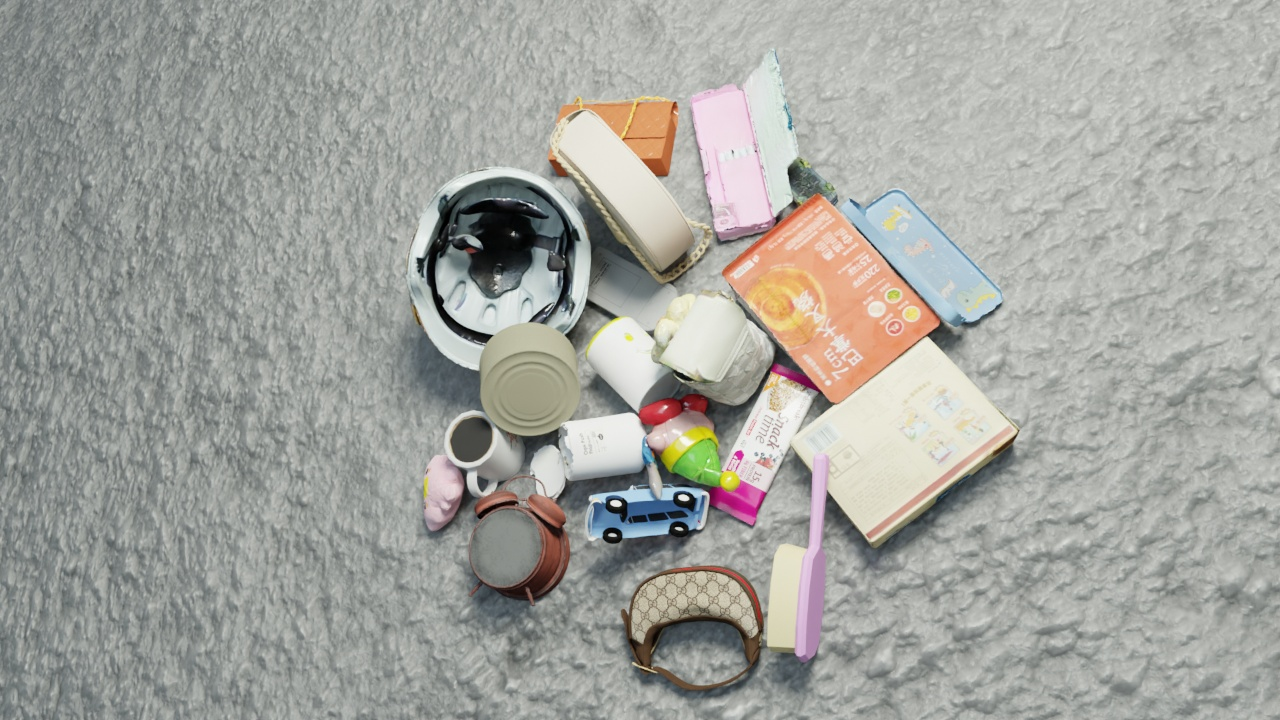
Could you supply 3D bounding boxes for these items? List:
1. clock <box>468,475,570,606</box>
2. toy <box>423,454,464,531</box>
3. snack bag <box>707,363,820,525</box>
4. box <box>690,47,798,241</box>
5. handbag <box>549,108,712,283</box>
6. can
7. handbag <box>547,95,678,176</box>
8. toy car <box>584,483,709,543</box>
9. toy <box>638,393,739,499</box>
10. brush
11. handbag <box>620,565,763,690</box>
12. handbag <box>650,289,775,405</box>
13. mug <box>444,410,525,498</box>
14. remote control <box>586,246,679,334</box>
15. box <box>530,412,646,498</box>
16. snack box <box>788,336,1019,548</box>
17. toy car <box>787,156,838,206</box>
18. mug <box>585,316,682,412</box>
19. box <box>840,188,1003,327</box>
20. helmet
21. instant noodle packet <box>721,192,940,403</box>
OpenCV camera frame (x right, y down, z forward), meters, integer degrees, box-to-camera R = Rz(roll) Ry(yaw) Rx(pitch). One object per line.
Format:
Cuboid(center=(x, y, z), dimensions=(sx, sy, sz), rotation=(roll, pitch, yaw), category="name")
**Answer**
Cuboid(center=(-0.154, 0.224, 1.156), dimensions=(0.121, 0.072, 0.157), rotation=(3, 73, 18), category="clock")
Cuboid(center=(-0.259, 0.171, 1.208), dimensions=(0.050, 0.093, 0.102), rotation=(7, 73, -23), category="toy")
Cuboid(center=(0.153, 0.101, 1.133), dimensions=(0.070, 0.016, 0.196), rotation=(25, 81, 22), category="snack bag")
Cuboid(center=(0.152, -0.288, 1.244), dimensions=(0.159, 0.066, 0.230), rotation=(-24, 63, 34), category="box")
Cuboid(center=(-0.015, -0.218, 1.188), dimensions=(0.103, 0.210, 0.208), rotation=(-41, 75, 1), category="handbag")
Cuboid(center=(-0.141, 0.025, 1.166), dimensions=(0.128, 0.128, 0.073), rotation=(-28, 29, 6), category="can")
Cuboid(center=(-0.039, -0.329, 1.323), dimensions=(0.172, 0.060, 0.108), rotation=(4, 69, 19), category="handbag")
Cuboid(center=(0.006, 0.180, 1.101), dimensions=(0.153, 0.056, 0.054), rotation=(-2, 26, -17), category="toy car")
Cuboid(center=(0.058, 0.105, 1.108), dimensions=(0.097, 0.124, 0.131), rotation=(-29, 72, 46), category="toy")
Cuboid(center=(0.180, 0.217, 1.029), dimensions=(0.043, 0.089, 0.228), rotation=(3, 85, 24), category="brush")
Cuboid(center=(0.059, 0.312, 1.069), dimensions=(0.167, 0.063, 0.138), rotation=(-8, 79, 14), category="handbag")
Cuboid(center=(0.085, -0.015, 1.113), dimensions=(0.123, 0.171, 0.112), rotation=(27, 88, 31), category="handbag")
Cuboid(center=(-0.203, 0.127, 1.195), dimensions=(0.073, 0.089, 0.105), rotation=(-3, 71, 16), category="mug")
Cuboid(center=(-0.019, -0.094, 1.254), dimensions=(0.151, 0.019, 0.074), rotation=(31, 83, 25), category="remote control")
Cuboid(center=(-0.069, 0.125, 1.171), dimensions=(0.136, 0.144, 0.083), rotation=(-6, 70, -17), category="box")
Cuboid(center=(0.303, 0.094, 1.066), dimensions=(0.207, 0.055, 0.153), rotation=(-38, 64, 2), category="snack box")
Cuboid(center=(0.221, -0.228, 1.218), dimensions=(0.048, 0.033, 0.105), rotation=(-36, 52, 5), category="toy car")
Cuboid(center=(-0.007, 0.007, 1.180), dimensions=(0.082, 0.082, 0.106), rotation=(-45, 65, -1), category="mug")
Cuboid(center=(0.341, -0.126, 1.133), dimensions=(0.120, 0.049, 0.209), rotation=(-16, 59, -34), category="box")
Cuboid(center=(-0.187, -0.125, 1.230), dimensions=(0.236, 0.163, 0.264), rotation=(10, 101, -8), category="helmet")
Cuboid(center=(0.231, -0.073, 1.121), dimensions=(0.164, 0.084, 0.221), rotation=(-39, 59, 1), category="instant noodle packet")
